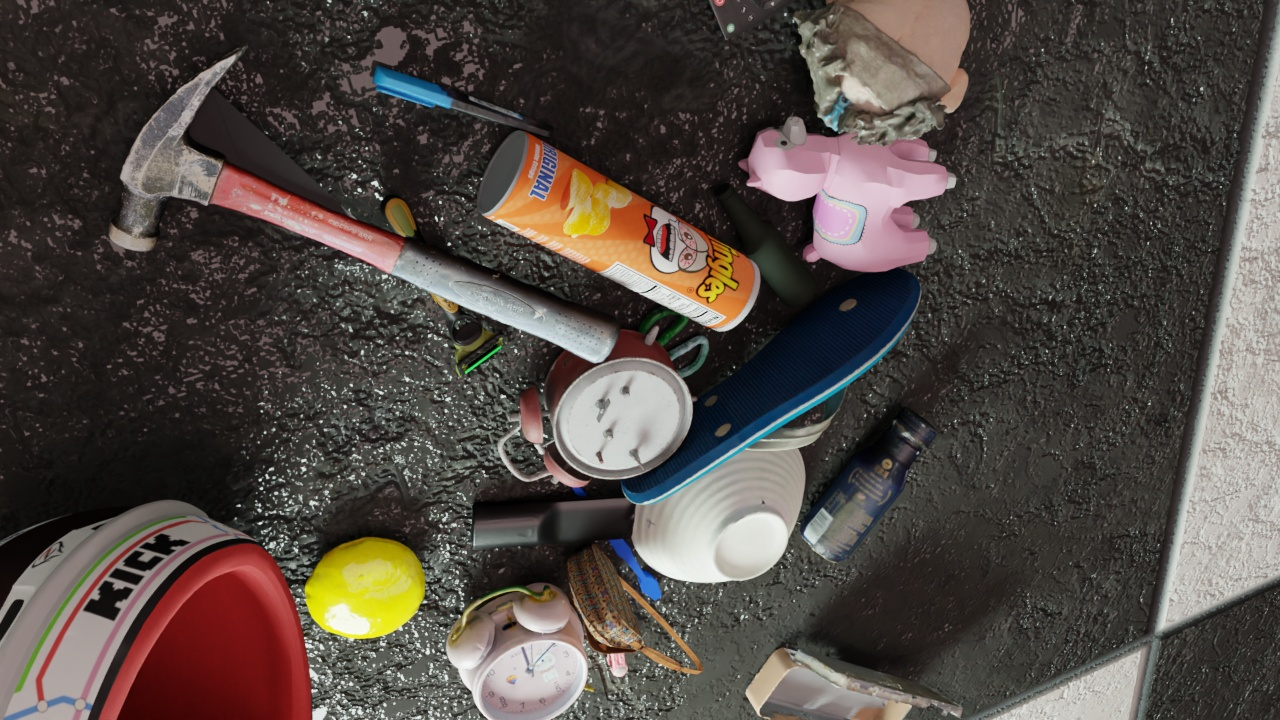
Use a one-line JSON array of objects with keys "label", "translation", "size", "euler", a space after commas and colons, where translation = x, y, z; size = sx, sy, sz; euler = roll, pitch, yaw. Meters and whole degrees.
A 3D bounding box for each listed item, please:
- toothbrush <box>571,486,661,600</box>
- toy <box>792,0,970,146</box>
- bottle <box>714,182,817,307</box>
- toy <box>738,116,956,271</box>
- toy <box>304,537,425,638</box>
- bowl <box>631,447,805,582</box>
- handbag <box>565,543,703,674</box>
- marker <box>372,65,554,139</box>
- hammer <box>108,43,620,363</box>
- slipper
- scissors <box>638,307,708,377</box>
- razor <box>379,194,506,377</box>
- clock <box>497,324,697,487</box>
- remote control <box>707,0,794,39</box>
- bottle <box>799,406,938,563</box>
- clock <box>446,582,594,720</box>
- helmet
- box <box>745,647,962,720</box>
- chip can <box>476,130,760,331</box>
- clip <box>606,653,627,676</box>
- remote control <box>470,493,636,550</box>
[{"label": "toothbrush", "translation": [-0.027, 0.155, 0.821], "size": [0.016, 0.011, 0.187], "euler": [-33, 121, -3]}, {"label": "toy", "translation": [0.185, -0.235, 0.657], "size": [0.132, 0.076, 0.176], "euler": [40, 85, -5]}, {"label": "bottle", "translation": [0.097, -0.092, 0.722], "size": [0.033, 0.033, 0.123], "euler": [-42, 124, 3]}, {"label": "toy", "translation": [0.153, -0.128, 0.704], "size": [0.157, 0.067, 0.123], "euler": [-1, 130, -7]}, {"label": "toy", "translation": [-0.220, 0.183, 0.737], "size": [0.095, 0.041, 0.094], "euler": [-41, 119, 3]}, {"label": "bowl", "translation": [0.084, 0.146, 0.823], "size": [0.177, 0.071, 0.177], "euler": [-10, 119, -18]}, {"label": "handbag", "translation": [-0.001, 0.244, 0.835], "size": [0.043, 0.093, 0.196], "euler": [-37, 129, 7]}, {"label": "marker", "translation": [-0.114, -0.167, 0.602], "size": [0.123, 0.018, 0.015], "euler": [12, 117, -28]}, {"label": "hammer", "translation": [-0.156, -0.078, 0.601], "size": [0.326, 0.036, 0.141], "euler": [23, 110, -23]}, {"label": "slipper", "translation": [0.114, 0.034, 0.748], "size": [0.295, 0.118, 0.060], "euler": [-36, 111, 5]}, {"label": "scissors", "translation": [0.002, 0.015, 0.754], "size": [0.132, 0.013, 0.078], "euler": [-45, 126, 9]}, {"label": "razor", "translation": [-0.143, -0.055, 0.650], "size": [0.044, 0.021, 0.144], "euler": [-38, 126, -19]}, {"label": "clock", "translation": [-0.035, 0.047, 0.716], "size": [0.157, 0.062, 0.110], "euler": [-29, 123, 1]}, {"label": "remote control", "translation": [0.104, -0.271, 0.639], "size": [0.124, 0.010, 0.039], "euler": [-33, 124, -3]}, {"label": "bottle", "translation": [0.217, 0.117, 0.870], "size": [0.056, 0.056, 0.161], "euler": [28, 104, -32]}, {"label": "clock", "translation": [-0.106, 0.254, 0.811], "size": [0.116, 0.059, 0.158], "euler": [-21, 122, -11]}, {"label": "helmet", "translation": [-0.353, 0.220, 0.586], "size": [0.236, 0.230, 0.315], "euler": [9, 126, 13]}, {"label": "box", "translation": [0.236, 0.374, 0.996], "size": [0.217, 0.094, 0.121], "euler": [25, 108, -31]}, {"label": "chip can", "translation": [-0.011, -0.088, 0.661], "size": [0.210, 0.062, 0.062], "euler": [24, 106, -31]}, {"label": "clip", "translation": [-0.021, 0.278, 0.872], "size": [0.022, 0.039, 0.059], "euler": [-18, 126, -17]}, {"label": "remote control", "translation": [-0.072, 0.139, 0.779], "size": [0.140, 0.021, 0.045], "euler": [-2, 119, -16]}]
